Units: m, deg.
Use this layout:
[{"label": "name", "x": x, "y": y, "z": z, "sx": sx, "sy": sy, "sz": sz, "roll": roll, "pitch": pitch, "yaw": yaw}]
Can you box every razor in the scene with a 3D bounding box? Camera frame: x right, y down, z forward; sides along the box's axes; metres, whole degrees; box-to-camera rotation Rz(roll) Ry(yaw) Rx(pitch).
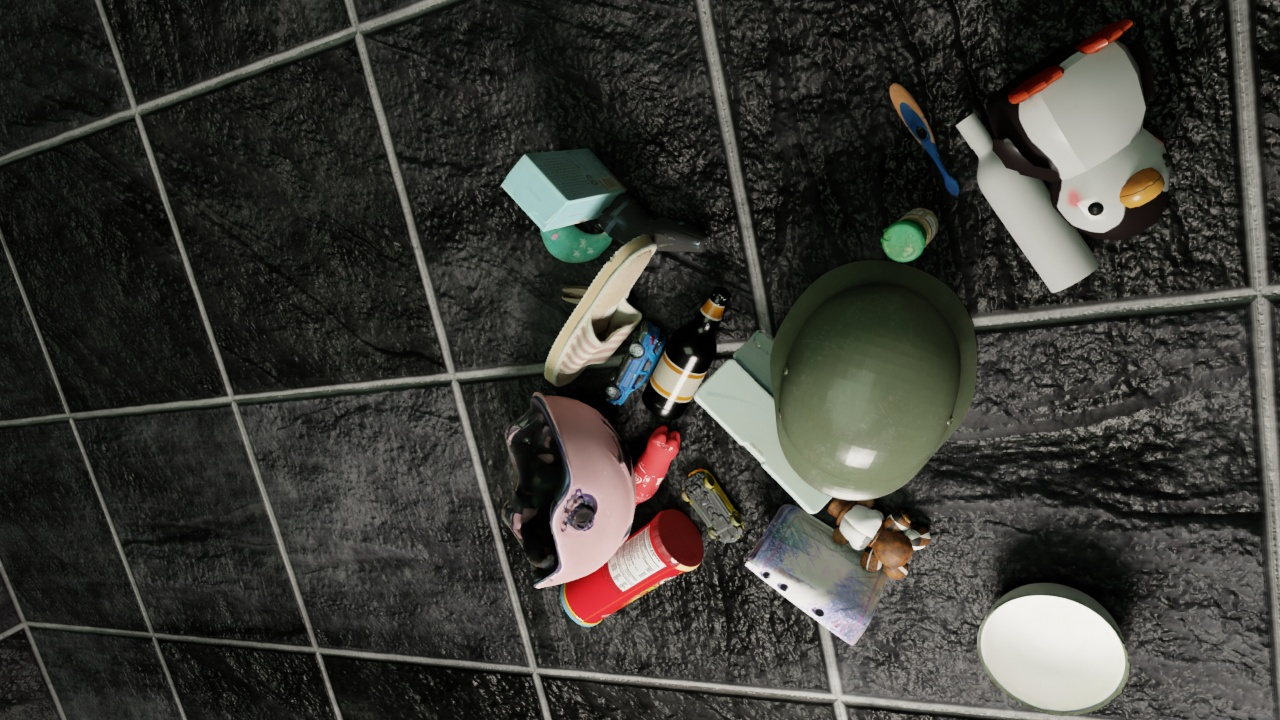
[{"label": "razor", "x": 0.017, "y": -0.164, "z": 1.115, "sx": 0.141, "sy": 0.052, "sz": 0.064, "roll": 15, "pitch": 118, "yaw": 21}]

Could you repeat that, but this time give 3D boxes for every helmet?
[{"label": "helmet", "x": -0.088, "y": 0.164, "z": 1.206, "sx": 0.230, "sy": 0.152, "sz": 0.256, "roll": -143, "pitch": 53, "yaw": -65}, {"label": "helmet", "x": 0.239, "y": 0.031, "z": 0.967, "sx": 0.227, "sy": 0.153, "sz": 0.268, "roll": 18, "pitch": 101, "yaw": 12}]

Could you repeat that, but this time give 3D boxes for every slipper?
[{"label": "slipper", "x": -0.042, "y": -0.050, "z": 1.141, "sx": 0.052, "sy": 0.114, "sz": 0.264, "roll": 45, "pitch": 135, "yaw": 13}]

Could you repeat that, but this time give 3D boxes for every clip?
[{"label": "clip", "x": -0.074, "y": -0.088, "z": 1.205, "sx": 0.061, "sy": 0.025, "sz": 0.050, "roll": 43, "pitch": 120, "yaw": 6}]

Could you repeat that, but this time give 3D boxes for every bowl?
[{"label": "bowl", "x": 0.466, "y": 0.315, "z": 1.038, "sx": 0.154, "sy": 0.072, "sz": 0.153, "roll": 9, "pitch": 112, "yaw": 24}]

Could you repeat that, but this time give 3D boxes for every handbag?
[{"label": "handbag", "x": 0.211, "y": 0.262, "z": 1.120, "sx": 0.158, "sy": 0.126, "sz": 0.069, "roll": 34, "pitch": 122, "yaw": 12}]

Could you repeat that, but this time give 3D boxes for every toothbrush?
[{"label": "toothbrush", "x": 0.300, "y": -0.233, "z": 0.966, "sx": 0.022, "sy": 0.017, "sz": 0.135, "roll": -31, "pitch": 89, "yaw": 28}]

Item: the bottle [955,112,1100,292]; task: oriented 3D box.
[{"label": "bottle", "x": 0.382, "y": -0.163, "z": 0.924, "sx": 0.053, "sy": 0.052, "sz": 0.195, "roll": -35, "pitch": 90, "yaw": 32}]

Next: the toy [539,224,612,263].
[{"label": "toy", "x": -0.090, "y": -0.170, "z": 1.181, "sx": 0.085, "sy": 0.033, "sz": 0.105, "roll": -42, "pitch": 85, "yaw": 21}]

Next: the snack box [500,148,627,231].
[{"label": "snack box", "x": -0.086, "y": -0.204, "z": 1.082, "sx": 0.075, "sy": 0.174, "sz": 0.053, "roll": 48, "pitch": 115, "yaw": 4}]

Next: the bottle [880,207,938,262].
[{"label": "bottle", "x": 0.281, "y": -0.132, "z": 0.953, "sx": 0.043, "sy": 0.110, "sz": 0.043, "roll": 9, "pitch": 111, "yaw": 24}]

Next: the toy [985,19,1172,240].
[{"label": "toy", "x": 0.419, "y": -0.200, "z": 0.867, "sx": 0.159, "sy": 0.140, "sz": 0.184, "roll": -35, "pitch": 100, "yaw": 0}]

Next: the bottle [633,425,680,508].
[{"label": "bottle", "x": 0.012, "y": 0.150, "z": 1.234, "sx": 0.042, "sy": 0.041, "sz": 0.142, "roll": 34, "pitch": 120, "yaw": 13}]

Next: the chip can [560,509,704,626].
[{"label": "chip can", "x": -0.015, "y": 0.291, "z": 1.273, "sx": 0.214, "sy": 0.086, "sz": 0.087, "roll": -39, "pitch": 87, "yaw": 33}]

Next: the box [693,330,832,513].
[{"label": "box", "x": 0.172, "y": 0.067, "z": 1.071, "sx": 0.197, "sy": 0.135, "sz": 0.044, "roll": 46, "pitch": 157, "yaw": 5}]

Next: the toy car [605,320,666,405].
[{"label": "toy car", "x": -0.007, "y": 0.007, "z": 1.185, "sx": 0.043, "sy": 0.056, "sz": 0.120, "roll": 27, "pitch": 115, "yaw": -8}]

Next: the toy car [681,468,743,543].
[{"label": "toy car", "x": 0.097, "y": 0.193, "z": 1.212, "sx": 0.049, "sy": 0.030, "sz": 0.107, "roll": -35, "pitch": 87, "yaw": 31}]

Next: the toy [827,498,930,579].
[{"label": "toy", "x": 0.281, "y": 0.207, "z": 1.106, "sx": 0.112, "sy": 0.067, "sz": 0.087, "roll": 38, "pitch": 107, "yaw": 29}]

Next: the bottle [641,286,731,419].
[{"label": "bottle", "x": 0.063, "y": -0.012, "z": 1.140, "sx": 0.059, "sy": 0.059, "sz": 0.182, "roll": 34, "pitch": 120, "yaw": 13}]
